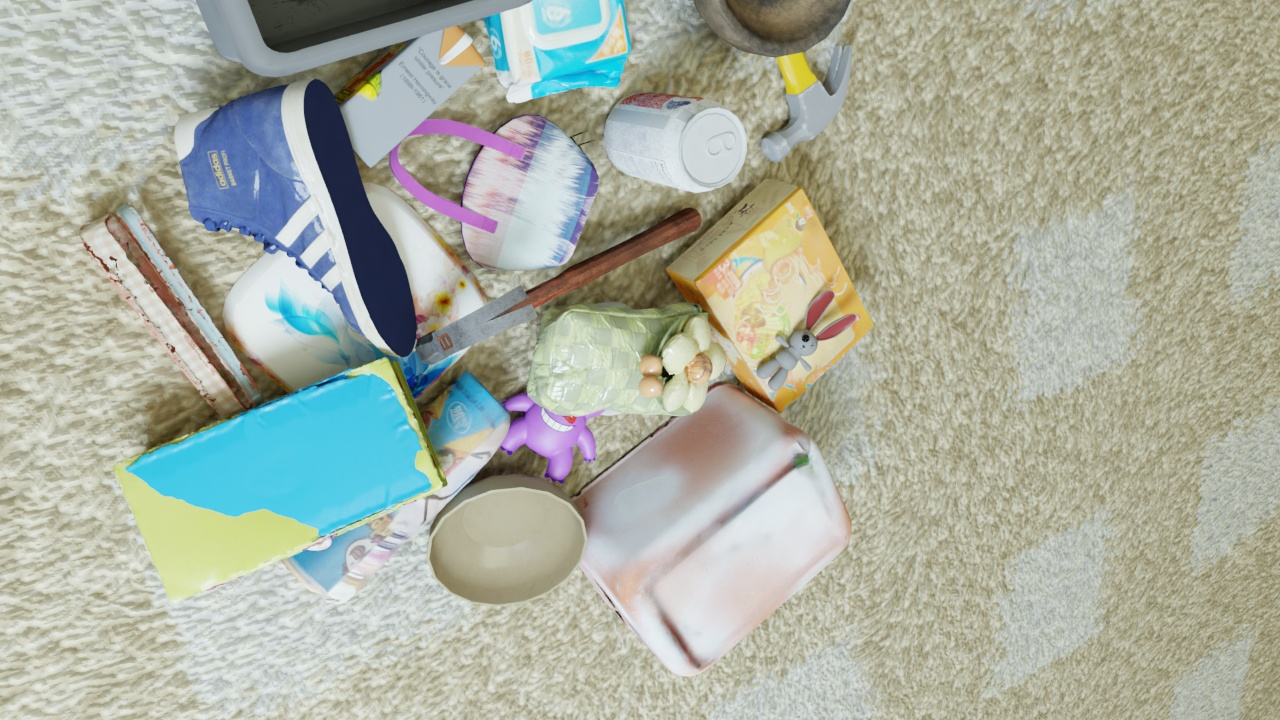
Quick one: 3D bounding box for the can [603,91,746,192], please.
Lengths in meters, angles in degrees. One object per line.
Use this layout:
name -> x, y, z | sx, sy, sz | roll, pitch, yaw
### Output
can -> 0.029, -0.195, 0.813 | 0.078, 0.136, 0.078 | -10, 112, -26

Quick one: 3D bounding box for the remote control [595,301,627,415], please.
remote control -> -0.031, -0.001, 0.914 | 0.060, 0.028, 0.114 | -16, 112, -26

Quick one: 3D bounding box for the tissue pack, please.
tissue pack -> -0.078, -0.320, 0.754 | 0.116, 0.066, 0.209 | -21, 118, -21

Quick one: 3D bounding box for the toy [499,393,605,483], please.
toy -> -0.084, 0.061, 0.891 | 0.106, 0.056, 0.088 | 32, 93, -4

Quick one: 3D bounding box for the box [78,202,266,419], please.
box -> -0.362, -0.030, 0.711 | 0.187, 0.060, 0.057 | 65, 33, -29

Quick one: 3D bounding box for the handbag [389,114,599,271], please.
handbag -> -0.131, -0.154, 0.790 | 0.169, 0.068, 0.144 | 18, 99, -26

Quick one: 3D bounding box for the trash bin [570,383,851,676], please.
trash bin -> 0.074, 0.175, 0.960 | 0.259, 0.157, 0.181 | -37, 121, -14

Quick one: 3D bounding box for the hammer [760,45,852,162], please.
hammer -> 0.113, -0.359, 0.869 | 0.127, 0.029, 0.324 | -38, 120, -13

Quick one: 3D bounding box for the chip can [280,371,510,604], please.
chip can -> -0.213, 0.114, 0.828 | 0.229, 0.080, 0.080 | -44, 123, -8

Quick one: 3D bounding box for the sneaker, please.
sneaker -> -0.267, -0.093, 0.703 | 0.118, 0.091, 0.233 | -5, 130, 8

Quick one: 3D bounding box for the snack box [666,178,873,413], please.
snack box -> 0.133, -0.066, 0.951 | 0.145, 0.080, 0.195 | -42, 124, -8

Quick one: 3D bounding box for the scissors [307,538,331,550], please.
scissors -> -0.287, 0.102, 0.781 | 0.125, 0.011, 0.129 | -20, 82, -14

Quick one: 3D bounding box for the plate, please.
plate -> -0.237, -0.038, 0.793 | 0.186, 0.016, 0.187 | -45, 123, -8

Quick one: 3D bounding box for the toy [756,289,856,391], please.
toy -> 0.163, -0.017, 0.918 | 0.049, 0.030, 0.111 | 45, 88, -6

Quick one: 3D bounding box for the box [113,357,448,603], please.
box -> -0.277, 0.091, 0.734 | 0.220, 0.082, 0.124 | -25, 91, -12

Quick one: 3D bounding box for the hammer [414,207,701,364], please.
hammer -> -0.053, -0.077, 0.823 | 0.299, 0.111, 0.028 | -31, 98, -35

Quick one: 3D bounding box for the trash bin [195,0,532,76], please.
trash bin -> -0.197, -0.264, 0.612 | 0.191, 0.220, 0.098 | -25, 118, -20

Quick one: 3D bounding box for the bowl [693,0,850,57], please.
bowl -> 0.109, -0.353, 0.811 | 0.162, 0.070, 0.162 | -9, 110, -25

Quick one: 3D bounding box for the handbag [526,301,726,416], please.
handbag -> -0.005, 0.005, 0.841 | 0.186, 0.117, 0.113 | -2, 102, -33

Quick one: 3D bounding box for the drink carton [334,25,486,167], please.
drink carton -> -0.189, -0.216, 0.725 | 0.125, 0.076, 0.048 | -44, 123, -4

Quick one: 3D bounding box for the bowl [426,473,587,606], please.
bowl -> -0.131, 0.166, 0.890 | 0.152, 0.050, 0.152 | -7, 124, -10
